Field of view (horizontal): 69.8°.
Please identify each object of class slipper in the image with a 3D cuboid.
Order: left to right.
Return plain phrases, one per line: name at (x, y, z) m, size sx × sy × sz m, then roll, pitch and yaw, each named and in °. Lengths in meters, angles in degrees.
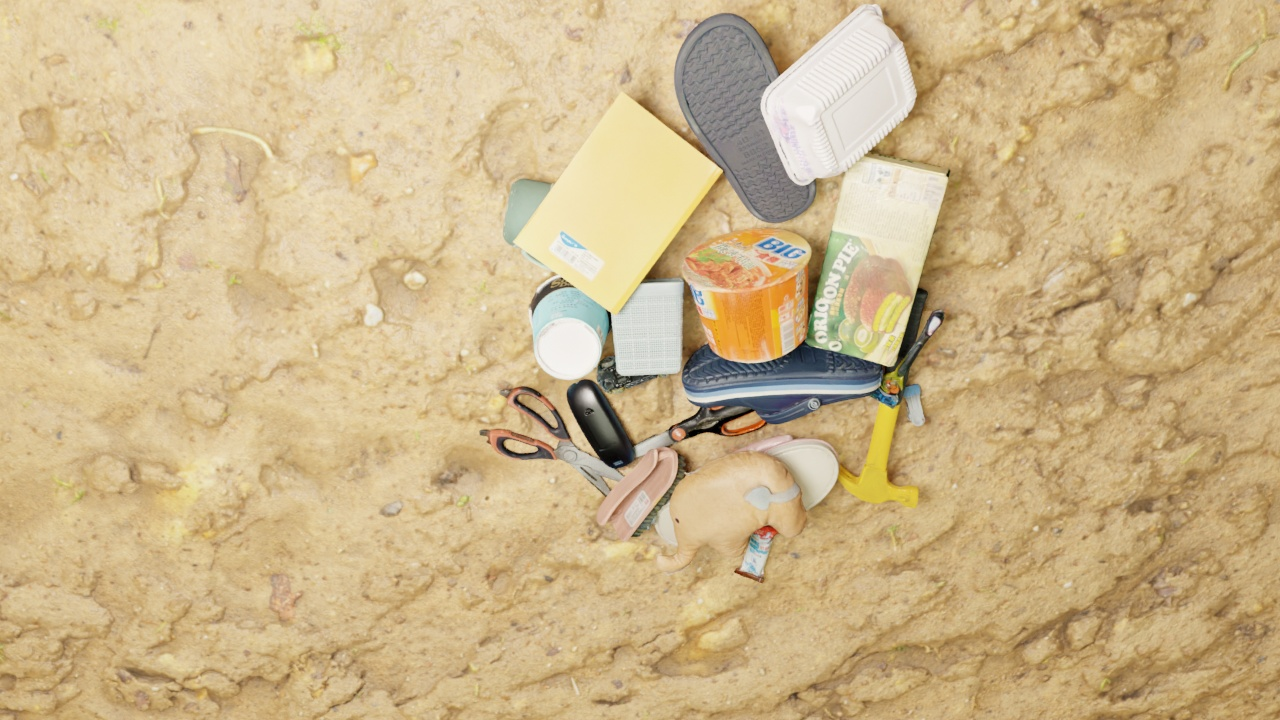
slipper at (0.142, 0.177, 1.252) m, size 0.275 × 0.054 × 0.114 m, roll -28°, pitch 110°, yaw 19°
slipper at (0.118, -0.274, 1.039) m, size 0.111 × 0.083 × 0.268 m, roll -22°, pitch 131°, yaw 16°
slipper at (0.177, 0.028, 1.161) m, size 0.253 × 0.105 × 0.095 m, roll -3°, pitch 120°, yaw -2°

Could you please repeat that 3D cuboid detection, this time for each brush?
brush at (0.003, 0.173, 1.234) m, size 0.073 × 0.063 × 0.146 m, roll 15°, pitch 122°, yaw -39°

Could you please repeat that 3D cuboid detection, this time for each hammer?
hammer at (0.326, 0.051, 1.197) m, size 0.129 × 0.032 × 0.301 m, roll 11°, pitch 111°, yaw 11°

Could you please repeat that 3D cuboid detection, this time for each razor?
razor at (0.336, -0.002, 1.145) m, size 0.042 × 0.022 × 0.143 m, roll 30°, pitch 114°, yaw 2°

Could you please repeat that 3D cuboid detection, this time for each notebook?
notebook at (-0.025, -0.174, 1.032) m, size 0.146 × 0.010 × 0.206 m, roll 35°, pitch 96°, yaw -10°

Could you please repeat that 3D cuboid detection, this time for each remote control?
remote control at (-0.053, 0.088, 1.220) m, size 0.053 × 0.024 × 0.136 m, roll -25°, pitch 106°, yaw 14°

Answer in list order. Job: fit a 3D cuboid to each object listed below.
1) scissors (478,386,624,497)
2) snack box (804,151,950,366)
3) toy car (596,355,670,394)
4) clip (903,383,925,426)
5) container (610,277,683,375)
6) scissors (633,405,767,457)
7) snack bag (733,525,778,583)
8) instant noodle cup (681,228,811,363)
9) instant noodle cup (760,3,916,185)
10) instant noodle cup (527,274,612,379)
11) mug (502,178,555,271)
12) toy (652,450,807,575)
scissors at (-0.117, 0.121, 1.247) m, size 0.214 × 0.015 × 0.197 m, roll -6°, pitch 115°, yaw 1°
snack box at (0.280, -0.121, 1.093) m, size 0.114 × 0.063 × 0.240 m, roll 15°, pitch 115°, yaw 15°
toy car at (-0.007, 0.007, 1.184) m, size 0.105 × 0.031 × 0.049 m, roll -20°, pitch 110°, yaw 1°
clip at (0.364, 0.058, 1.223) m, size 0.024 × 0.028 × 0.057 m, roll -15°, pitch 105°, yaw 4°
container at (0.008, -0.042, 1.115) m, size 0.090 × 0.090 × 0.111 m, roll -2°, pitch 98°, yaw 1°
scissors at (0.070, 0.105, 1.236) m, size 0.125 × 0.021 × 0.235 m, roll 42°, pitch 108°, yaw -18°
snack bag at (0.168, 0.273, 1.313) m, size 0.048 × 0.026 × 0.104 m, roll 19°, pitch 113°, yaw 4°
instant noodle cup at (0.132, -0.074, 1.092) m, size 0.151 × 0.151 × 0.111 m, roll -11°, pitch 123°, yaw 4°
instant noodle cup at (0.225, -0.278, 0.990) m, size 0.173 × 0.060 × 0.138 m, roll -41°, pitch 134°, yaw -5°
instant noodle cup at (-0.087, -0.035, 1.116) m, size 0.111 × 0.120 × 0.111 m, roll 0°, pitch 115°, yaw -1°
mug at (-0.106, -0.155, 1.086) m, size 0.106 × 0.082 × 0.112 m, roll 10°, pitch 131°, yaw -6°
toy at (0.101, 0.198, 1.192) m, size 0.226 × 0.082 × 0.143 m, roll -28°, pitch 96°, yaw 23°
